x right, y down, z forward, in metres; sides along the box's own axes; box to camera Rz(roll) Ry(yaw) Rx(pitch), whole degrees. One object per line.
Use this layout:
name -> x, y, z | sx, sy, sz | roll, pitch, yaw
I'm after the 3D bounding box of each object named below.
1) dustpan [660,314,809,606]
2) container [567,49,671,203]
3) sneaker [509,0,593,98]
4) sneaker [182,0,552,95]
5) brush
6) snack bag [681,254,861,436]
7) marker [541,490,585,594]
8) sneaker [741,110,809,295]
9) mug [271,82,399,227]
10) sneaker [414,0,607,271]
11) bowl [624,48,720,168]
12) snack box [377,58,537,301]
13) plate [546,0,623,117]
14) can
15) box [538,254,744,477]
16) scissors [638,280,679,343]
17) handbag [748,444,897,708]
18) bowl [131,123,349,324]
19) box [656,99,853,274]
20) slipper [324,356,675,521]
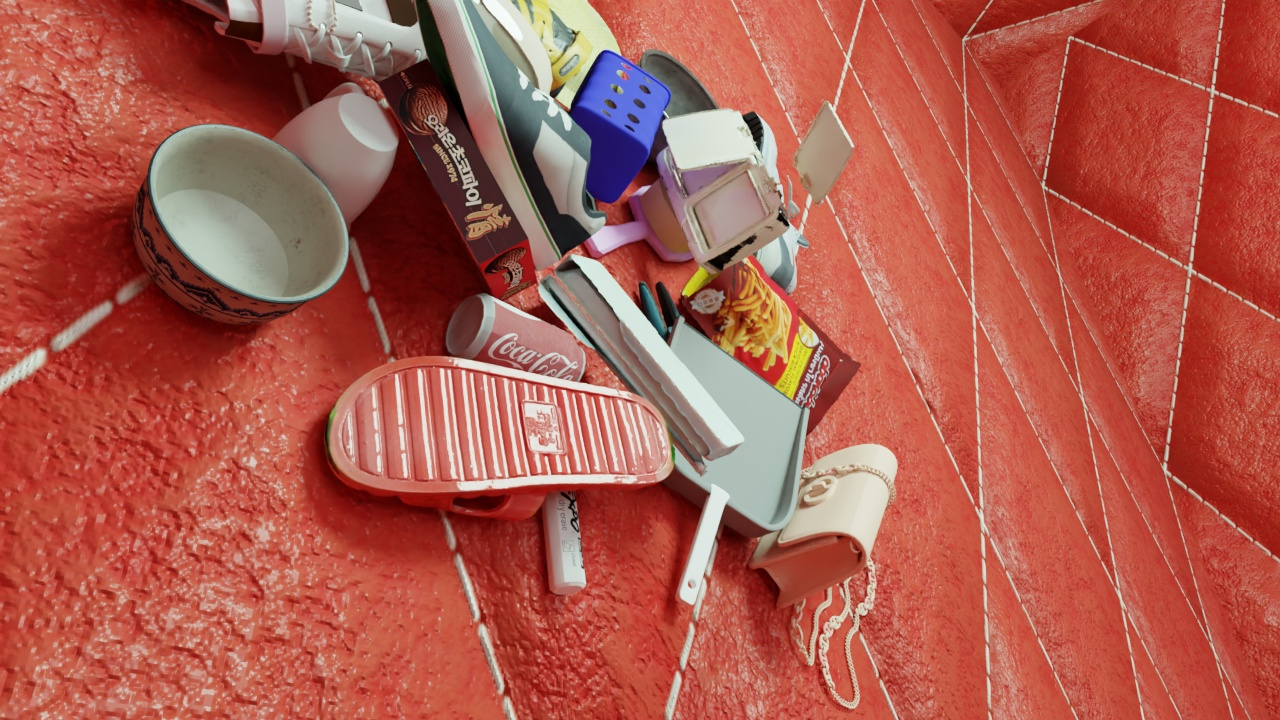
dustpan -> 0.066, 0.094, 0.787 | 0.163, 0.033, 0.256 | 35, 52, -17
container -> -0.031, -0.223, 0.881 | 0.084, 0.085, 0.113 | 29, 43, -13
sneaker -> -0.127, -0.276, 0.803 | 0.122, 0.086, 0.237 | 49, 31, -8
sneaker -> -0.195, -0.229, 0.633 | 0.293, 0.112, 0.116 | 25, 48, -27
brush -> 0.019, -0.141, 0.927 | 0.089, 0.043, 0.228 | 60, 33, 2
snack bag -> 0.134, -0.021, 0.959 | 0.208, 0.067, 0.138 | 50, 56, -17
marker -> -0.058, 0.102, 0.655 | 0.025, 0.025, 0.125 | 21, 49, -42
sneaker -> 0.142, -0.171, 1.083 | 0.124, 0.089, 0.239 | 34, 49, -38
mug -> -0.202, -0.144, 0.604 | 0.071, 0.090, 0.107 | 25, 46, -40
sneaker -> -0.083, -0.169, 0.641 | 0.084, 0.079, 0.235 | 56, -7, 41
bowl -> 0.030, -0.262, 1.011 | 0.145, 0.067, 0.144 | 33, 39, -32
snack box -> -0.124, -0.118, 0.652 | 0.132, 0.036, 0.152 | 61, -6, 3
plate -> -0.070, -0.344, 0.977 | 0.184, 0.036, 0.184 | 32, 42, -34
can -> -0.090, -0.009, 0.675 | 0.096, 0.054, 0.054 | 26, 46, -39
box -> 0.001, 0.001, 0.722 | 0.072, 0.086, 0.199 | -36, 78, -17
scissors -> 0.027, -0.010, 0.859 | 0.135, 0.019, 0.129 | 37, 47, -18
handbag -> 0.211, 0.184, 0.854 | 0.187, 0.117, 0.198 | 54, 34, -7
bowl -> -0.236, -0.071, 0.531 | 0.115, 0.059, 0.115 | 32, 42, -34
box -> 0.099, -0.188, 0.850 | 0.081, 0.182, 0.143 | 26, 38, -55
slipper -> -0.091, 0.057, 0.618 | 0.248, 0.059, 0.103 | 4, 57, -35
